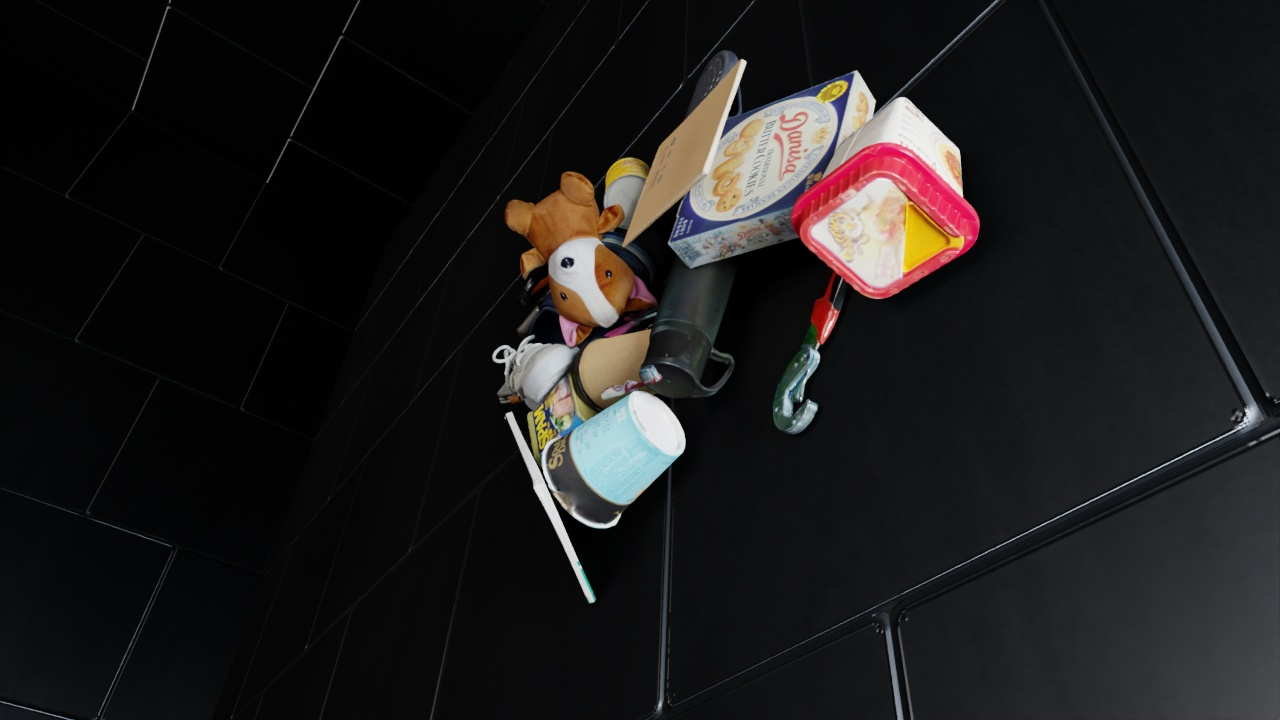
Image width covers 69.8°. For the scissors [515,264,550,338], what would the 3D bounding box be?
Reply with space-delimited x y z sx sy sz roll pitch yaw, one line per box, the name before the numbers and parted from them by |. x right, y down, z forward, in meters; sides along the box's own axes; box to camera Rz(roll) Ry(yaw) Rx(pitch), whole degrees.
scissors | -0.109 -0.118 1.290 0.221 0.022 0.231 -54 -7 21

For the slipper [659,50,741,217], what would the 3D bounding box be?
slipper | 0.087 -0.270 1.142 0.269 0.083 0.110 119 165 -58

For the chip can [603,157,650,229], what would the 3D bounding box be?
chip can | -0.014 -0.227 1.238 0.072 0.072 0.213 -56 11 15

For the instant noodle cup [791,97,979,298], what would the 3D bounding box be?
instant noodle cup | 0.198 -0.134 0.731 0.117 0.116 0.124 -35 24 46

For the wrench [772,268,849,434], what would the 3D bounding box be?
wrench | 0.173 -0.062 0.809 0.056 0.016 0.273 -1 64 64

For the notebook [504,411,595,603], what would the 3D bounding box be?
notebook | -0.103 0.156 1.009 0.012 0.150 0.209 -24 22 -9

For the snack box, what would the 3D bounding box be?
snack box | 0.130 -0.188 0.908 0.183 0.046 0.177 -13 45 38

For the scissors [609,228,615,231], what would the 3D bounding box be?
scissors | -0.083 -0.117 1.390 0.223 0.015 0.189 -60 24 6

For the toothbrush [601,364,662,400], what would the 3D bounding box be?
toothbrush | -0.014 0.023 0.913 0.016 0.017 0.188 -32 3 -18

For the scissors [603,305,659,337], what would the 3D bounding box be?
scissors | -0.006 -0.047 1.105 0.134 0.017 0.133 -33 8 -14

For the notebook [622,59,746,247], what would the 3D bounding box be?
notebook | 0.043 -0.219 0.999 0.208 0.008 0.147 -30 38 63

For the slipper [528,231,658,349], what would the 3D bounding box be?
slipper | -0.081 -0.069 1.207 0.254 0.105 0.095 -45 7 40

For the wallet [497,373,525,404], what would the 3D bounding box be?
wallet | -0.160 0.020 1.375 0.130 0.037 0.106 -14 42 58

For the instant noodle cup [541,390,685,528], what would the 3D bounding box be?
instant noodle cup | -0.021 0.096 0.940 0.121 0.111 0.111 -39 31 27

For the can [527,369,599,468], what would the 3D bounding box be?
can | -0.083 0.072 1.072 0.083 0.057 0.102 -48 34 23

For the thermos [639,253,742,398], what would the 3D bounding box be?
thermos | 0.070 -0.069 0.957 0.069 0.090 0.241 125 166 -56

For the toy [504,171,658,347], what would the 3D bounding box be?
toy | -0.073 -0.122 1.092 0.140 0.130 0.199 -26 77 13

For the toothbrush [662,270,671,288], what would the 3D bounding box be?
toothbrush | 0.090 -0.151 1.083 0.190 0.017 0.014 -47 29 25

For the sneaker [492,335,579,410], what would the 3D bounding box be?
sneaker | -0.133 0.004 1.173 0.089 0.091 0.242 -42 -1 -14

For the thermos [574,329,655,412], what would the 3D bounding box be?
thermos | -0.006 0.006 1.020 0.144 0.093 0.092 -20 47 47
